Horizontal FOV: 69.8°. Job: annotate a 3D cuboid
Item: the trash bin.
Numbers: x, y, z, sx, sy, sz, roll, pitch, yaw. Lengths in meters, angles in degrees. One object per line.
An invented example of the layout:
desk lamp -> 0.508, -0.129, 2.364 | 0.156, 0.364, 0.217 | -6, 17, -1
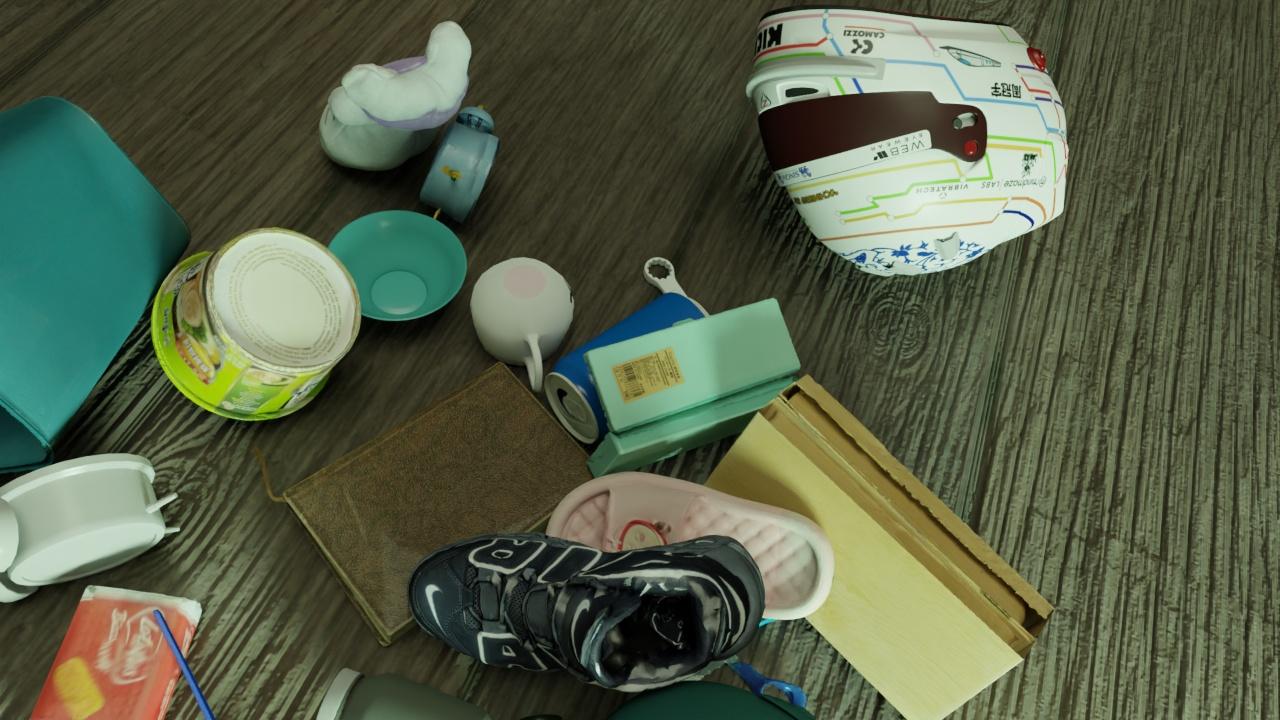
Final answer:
trash bin -> -0.476, -0.061, 0.670 | 0.200, 0.197, 0.218 | -6, 43, 26

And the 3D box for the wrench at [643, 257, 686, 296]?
wrench -> 0.080, 0.007, 0.853 | 0.047, 0.009, 0.273 | -23, 65, -23

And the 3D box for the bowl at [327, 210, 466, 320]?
bowl -> -0.218, -0.073, 0.824 | 0.121, 0.046, 0.121 | 5, 58, -8

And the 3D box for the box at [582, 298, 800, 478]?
box -> 0.039, 0.024, 0.755 | 0.187, 0.078, 0.112 | -18, 92, -28

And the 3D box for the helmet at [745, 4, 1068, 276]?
helmet -> 0.253, -0.201, 0.884 | 0.314, 0.231, 0.236 | -1, 94, -18

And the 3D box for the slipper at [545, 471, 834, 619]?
slipper -> 0.033, 0.142, 0.690 | 0.222, 0.055, 0.107 | 5, 89, 14

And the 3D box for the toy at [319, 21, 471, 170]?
toy -> -0.223, -0.238, 0.854 | 0.137, 0.210, 0.085 | -38, 105, -22

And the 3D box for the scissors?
scissors -> 0.075, 0.233, 0.709 | 0.127, 0.014, 0.127 | -25, 66, -22

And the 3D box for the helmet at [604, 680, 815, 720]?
helmet -> 0.079, 0.312, 0.547 | 0.275, 0.201, 0.176 | 35, 59, 12

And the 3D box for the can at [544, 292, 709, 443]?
can -> -0.005, 0.005, 0.796 | 0.145, 0.079, 0.079 | -34, 70, -27

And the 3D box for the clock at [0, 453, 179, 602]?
clock -> -0.409, 0.116, 0.631 | 0.158, 0.120, 0.061 | -17, 71, -32

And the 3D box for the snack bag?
snack bag -> -0.358, 0.215, 0.624 | 0.077, 0.036, 0.115 | 10, 57, -5

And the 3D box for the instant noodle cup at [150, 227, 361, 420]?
instant noodle cup -> -0.293, -0.032, 0.720 | 0.146, 0.098, 0.146 | 18, 62, -39

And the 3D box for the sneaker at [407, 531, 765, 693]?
sneaker -> -0.046, 0.167, 0.595 | 0.253, 0.151, 0.097 | -2, 86, 8

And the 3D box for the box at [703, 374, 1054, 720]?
box -> 0.169, 0.147, 0.706 | 0.249, 0.128, 0.091 | 44, 51, 16

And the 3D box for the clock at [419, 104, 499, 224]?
clock -> -0.171, -0.189, 0.877 | 0.051, 0.089, 0.124 | 22, 46, -17

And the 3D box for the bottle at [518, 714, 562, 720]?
bottle -> -0.066, 0.307, 0.624 | 0.033, 0.033, 0.122 | 0, 59, -11

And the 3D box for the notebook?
notebook -> -0.168, 0.092, 0.737 | 0.215, 0.035, 0.190 | -34, 70, -28

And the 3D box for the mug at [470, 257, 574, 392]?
mug -> -0.100, -0.032, 0.802 | 0.090, 0.076, 0.123 | -7, 59, -15

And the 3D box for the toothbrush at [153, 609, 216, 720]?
toothbrush -> -0.282, 0.249, 0.610 | 0.011, 0.017, 0.186 | -31, 81, -18

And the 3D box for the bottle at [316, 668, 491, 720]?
bottle -> -0.161, 0.250, 0.625 | 0.108, 0.060, 0.060 | 20, 57, 2
